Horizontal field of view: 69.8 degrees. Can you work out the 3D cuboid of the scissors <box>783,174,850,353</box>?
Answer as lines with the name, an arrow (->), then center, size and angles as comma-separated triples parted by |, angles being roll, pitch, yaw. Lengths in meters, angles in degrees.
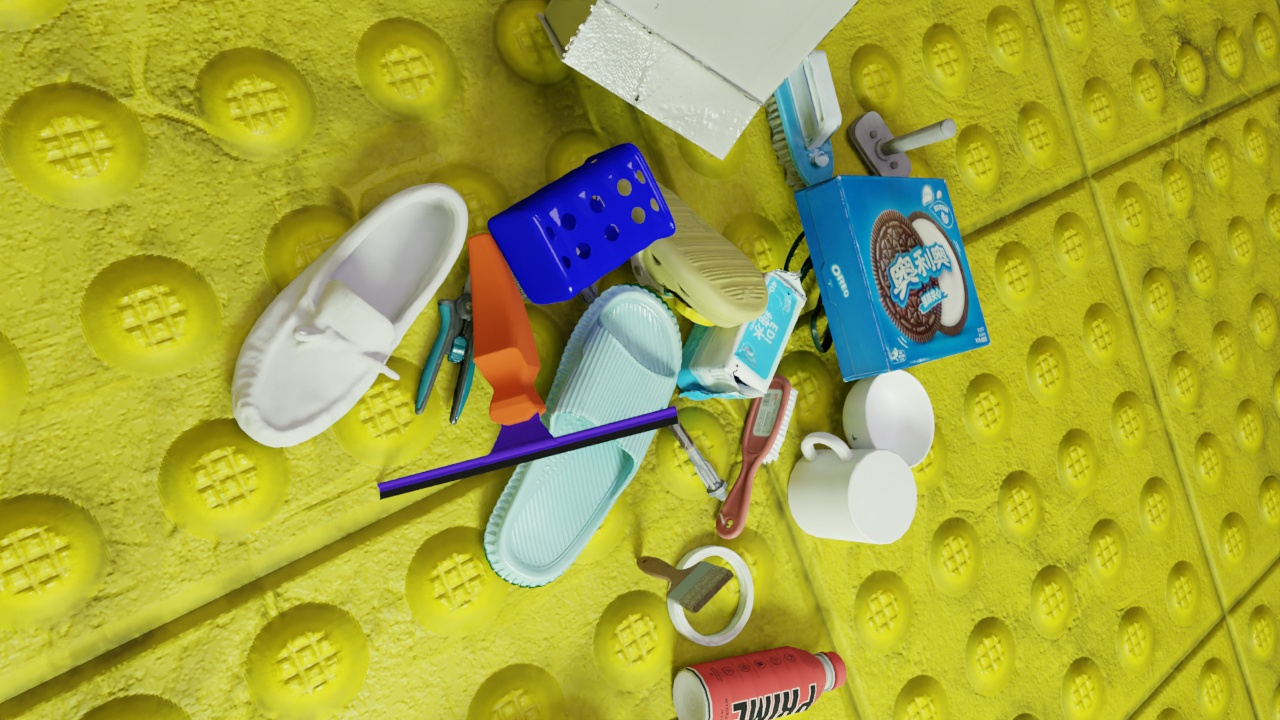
scissors -> 0.205, -0.100, 0.973 | 0.208, 0.015, 0.155 | -50, 131, -39

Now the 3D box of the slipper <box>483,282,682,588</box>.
slipper -> -0.038, 0.067, 0.769 | 0.116, 0.069, 0.276 | 31, 83, -29

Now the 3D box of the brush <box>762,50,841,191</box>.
brush -> 0.173, -0.240, 0.944 | 0.055, 0.075, 0.136 | -16, 93, -30

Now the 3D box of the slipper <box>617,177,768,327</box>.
slipper -> 0.029, -0.089, 0.827 | 0.091, 0.082, 0.190 | -9, 51, -48

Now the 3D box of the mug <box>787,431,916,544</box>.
mug -> 0.204, 0.122, 0.918 | 0.090, 0.090, 0.121 | -40, 105, -27

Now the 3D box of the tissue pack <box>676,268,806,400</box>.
tissue pack -> 0.096, -0.025, 0.868 | 0.061, 0.093, 0.144 | 35, 69, -26

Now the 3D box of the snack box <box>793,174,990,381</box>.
snack box -> 0.269, -0.092, 0.956 | 0.238, 0.056, 0.195 | -11, 85, -46

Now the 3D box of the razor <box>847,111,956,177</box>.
razor -> 0.291, -0.237, 0.989 | 0.047, 0.116, 0.088 | -47, 108, -20

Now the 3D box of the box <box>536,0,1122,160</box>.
box -> 0.086, -0.264, 0.647 | 0.166, 0.507, 0.148 | 24, 78, -28

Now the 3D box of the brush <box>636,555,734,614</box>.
brush -> 0.028, 0.181, 0.778 | 0.045, 0.143, 0.008 | -40, 104, -19

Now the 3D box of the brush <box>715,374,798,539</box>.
brush -> 0.116, 0.097, 0.902 | 0.030, 0.041, 0.172 | 36, 68, -41

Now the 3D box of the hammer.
hammer -> -0.005, 0.004, 0.839 | 0.098, 0.044, 0.322 | -42, 109, -27

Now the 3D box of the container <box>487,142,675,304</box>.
container -> -0.048, -0.108, 0.741 | 0.113, 0.085, 0.085 | -37, 108, -27

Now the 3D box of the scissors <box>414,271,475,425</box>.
scissors -> -0.147, -0.016, 0.766 | 0.128, 0.019, 0.139 | -30, 97, -24

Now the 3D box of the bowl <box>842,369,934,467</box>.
bowl -> 0.257, 0.064, 0.975 | 0.104, 0.054, 0.104 | 8, 76, -32

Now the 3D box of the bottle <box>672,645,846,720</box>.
bottle -> 0.119, 0.307, 0.867 | 0.176, 0.062, 0.062 | 0, 85, -31

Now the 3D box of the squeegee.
squeegee -> -0.107, -0.010, 0.721 | 0.055, 0.250, 0.184 | 13, 62, -74

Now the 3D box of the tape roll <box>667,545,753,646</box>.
tape roll -> 0.068, 0.224, 0.873 | 0.093, 0.013, 0.093 | 3, 83, -30

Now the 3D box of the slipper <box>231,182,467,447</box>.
slipper -> -0.215, -0.040, 0.706 | 0.112, 0.075, 0.246 | 37, 69, -6
